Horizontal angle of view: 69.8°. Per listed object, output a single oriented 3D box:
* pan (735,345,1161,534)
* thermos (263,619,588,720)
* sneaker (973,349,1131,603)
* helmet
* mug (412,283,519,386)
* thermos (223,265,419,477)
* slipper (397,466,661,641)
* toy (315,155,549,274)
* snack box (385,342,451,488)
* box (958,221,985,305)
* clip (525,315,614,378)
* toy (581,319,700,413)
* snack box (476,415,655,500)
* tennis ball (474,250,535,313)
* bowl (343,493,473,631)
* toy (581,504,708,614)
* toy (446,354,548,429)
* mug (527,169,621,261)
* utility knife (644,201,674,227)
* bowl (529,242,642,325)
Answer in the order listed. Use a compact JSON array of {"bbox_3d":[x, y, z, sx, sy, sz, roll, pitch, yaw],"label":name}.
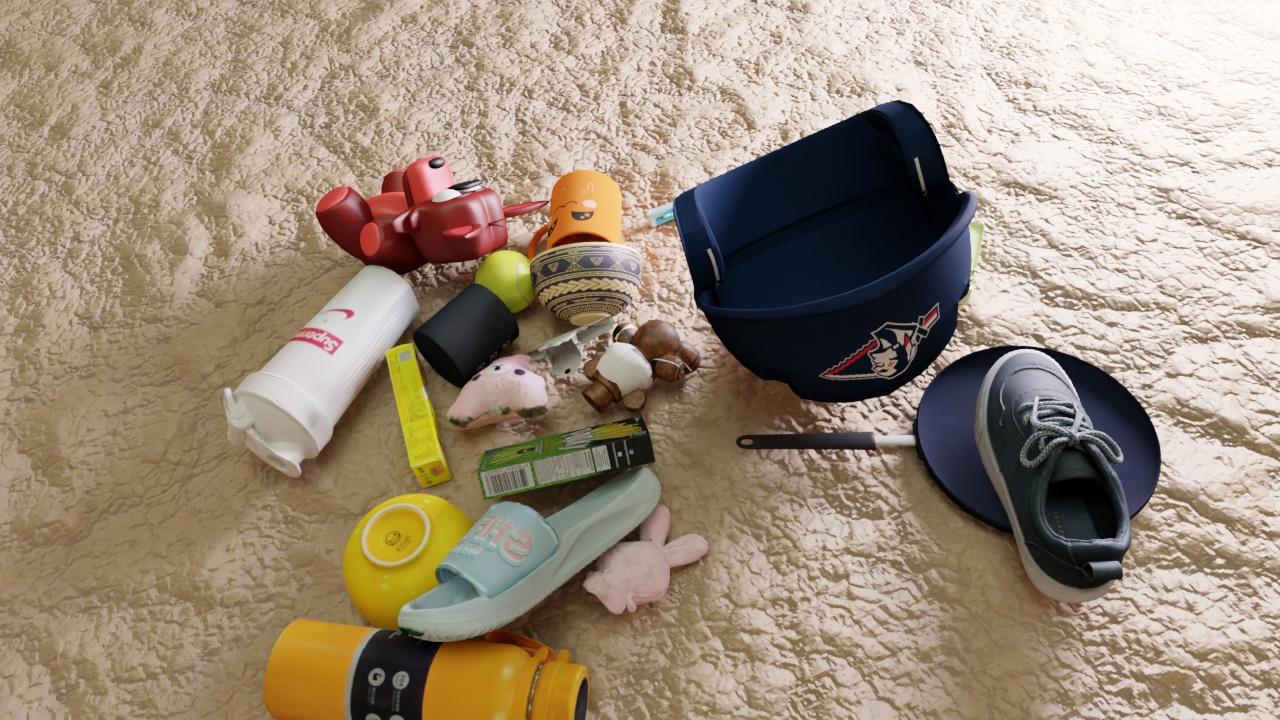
[{"bbox_3d":[0.264,0.071,0.807,0.356,0.021,0.198,-1,52,5],"label":"pan"},{"bbox_3d":[-0.156,0.239,0.692,0.233,0.076,0.091,3,59,11],"label":"thermos"},{"bbox_3d":[0.327,0.074,0.726,0.089,0.087,0.235,-4,52,4],"label":"sneaker"},{"bbox_3d":[0.161,-0.070,0.753,0.232,0.223,0.272,-23,9,6],"label":"helmet"},{"bbox_3d":[-0.183,-0.028,0.920,0.077,0.071,0.105,-45,33,-25],"label":"mug"},{"bbox_3d":[-0.307,0.003,0.893,0.099,0.099,0.219,15,51,18],"label":"thermos"},{"bbox_3d":[-0.088,0.140,0.727,0.244,0.104,0.074,-29,95,-34],"label":"slipper"},{"bbox_3d":[-0.219,-0.152,0.965,0.197,0.120,0.158,1,19,28],"label":"toy"},{"bbox_3d":[-0.212,0.050,0.873,0.029,0.040,0.148,-19,52,-7],"label":"snack box"},{"bbox_3d":[0.249,-0.111,0.942,0.188,0.047,0.140,12,46,16],"label":"box"},{"bbox_3d":[-0.073,-0.009,0.891,0.102,0.040,0.054,-21,23,23],"label":"clip"},{"bbox_3d":[-0.005,0.005,0.873,0.087,0.067,0.112,37,73,30],"label":"toy"},{"bbox_3d":[-0.065,0.084,0.806,0.147,0.025,0.080,-12,8,-3],"label":"snack box"},{"bbox_3d":[-0.139,-0.081,0.951,0.065,0.065,0.065,-4,51,4],"label":"tennis ball"},{"bbox_3d":[-0.194,0.160,0.766,0.117,0.068,0.117,-4,51,4],"label":"bowl"},{"bbox_3d":[0.002,0.166,0.751,0.063,0.047,0.109,34,51,27],"label":"toy"},{"bbox_3d":[-0.130,0.026,0.875,0.099,0.053,0.095,-9,36,12],"label":"toy"},{"bbox_3d":[-0.074,-0.137,0.990,0.113,0.077,0.095,-22,47,25],"label":"mug"},{"bbox_3d":[0.061,-0.180,1.032,0.123,0.022,0.015,-24,46,-11],"label":"utility knife"},{"bbox_3d":[-0.052,-0.069,0.913,0.112,0.112,0.061,-6,77,3],"label":"bowl"}]
